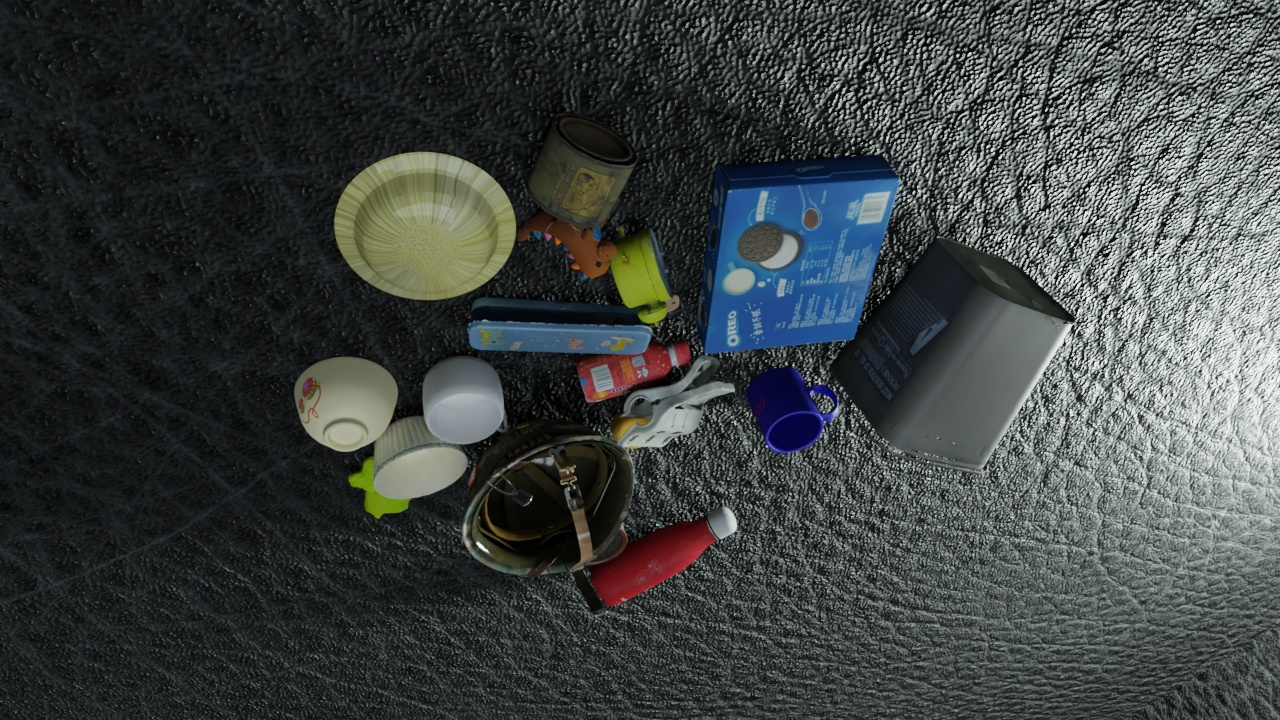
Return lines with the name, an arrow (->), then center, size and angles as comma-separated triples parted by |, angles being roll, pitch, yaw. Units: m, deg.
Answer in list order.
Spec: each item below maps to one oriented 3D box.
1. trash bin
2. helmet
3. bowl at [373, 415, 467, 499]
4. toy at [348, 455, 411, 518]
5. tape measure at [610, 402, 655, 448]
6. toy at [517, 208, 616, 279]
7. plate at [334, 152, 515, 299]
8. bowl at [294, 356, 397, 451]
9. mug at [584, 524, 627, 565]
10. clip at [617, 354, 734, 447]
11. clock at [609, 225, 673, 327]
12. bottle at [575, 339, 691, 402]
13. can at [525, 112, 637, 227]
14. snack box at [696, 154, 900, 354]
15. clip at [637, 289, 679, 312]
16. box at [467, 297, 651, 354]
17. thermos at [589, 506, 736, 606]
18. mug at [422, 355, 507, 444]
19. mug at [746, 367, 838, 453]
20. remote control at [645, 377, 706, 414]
trash bin -> 0.385, -0.012, 1.134 | 0.197, 0.197, 0.221 | 13, 121, -25
helmet -> -0.109, 0.173, 1.117 | 0.223, 0.236, 0.193 | -27, 125, -34
bowl -> -0.277, 0.114, 1.130 | 0.115, 0.062, 0.115 | -18, 149, -11
toy -> -0.336, 0.164, 1.194 | 0.093, 0.036, 0.094 | 34, 110, -32
tape measure -> -0.009, 0.088, 1.218 | 0.059, 0.030, 0.068 | -6, 131, -11
toy -> -0.079, -0.124, 0.972 | 0.103, 0.070, 0.090 | -17, 112, 30
plate -> -0.220, -0.124, 0.949 | 0.184, 0.036, 0.185 | -7, 134, -8
bowl -> -0.342, 0.064, 1.068 | 0.118, 0.074, 0.118 | -8, 134, -9
mug -> -0.075, 0.226, 1.278 | 0.096, 0.110, 0.123 | 5, 131, -14
clip -> 0.040, 0.048, 1.132 | 0.151, 0.089, 0.125 | -48, 159, 16
clock -> 0.005, -0.091, 1.016 | 0.057, 0.083, 0.119 | -18, 132, 8
bottle -> -0.007, 0.007, 1.120 | 0.137, 0.062, 0.062 | -15, 135, -1
can -> -0.058, -0.188, 0.900 | 0.089, 0.089, 0.075 | 12, 128, -26
snack box -> 0.173, -0.117, 1.059 | 0.195, 0.056, 0.239 | -6, 135, -11
clip -> 0.017, -0.065, 1.081 | 0.061, 0.049, 0.026 | 9, 135, 13
box -> -0.092, -0.028, 1.051 | 0.209, 0.052, 0.067 | 4, 134, -7
thermos -> 0.038, 0.292, 1.395 | 0.240, 0.073, 0.073 | -30, 133, 12
mug -> -0.204, 0.050, 1.099 | 0.094, 0.068, 0.115 | -40, 130, 21
mug -> 0.206, 0.062, 1.217 | 0.111, 0.083, 0.079 | -13, 135, -4
remote control -> 0.042, 0.049, 1.208 | 0.028, 0.011, 0.124 | -37, 131, 19
